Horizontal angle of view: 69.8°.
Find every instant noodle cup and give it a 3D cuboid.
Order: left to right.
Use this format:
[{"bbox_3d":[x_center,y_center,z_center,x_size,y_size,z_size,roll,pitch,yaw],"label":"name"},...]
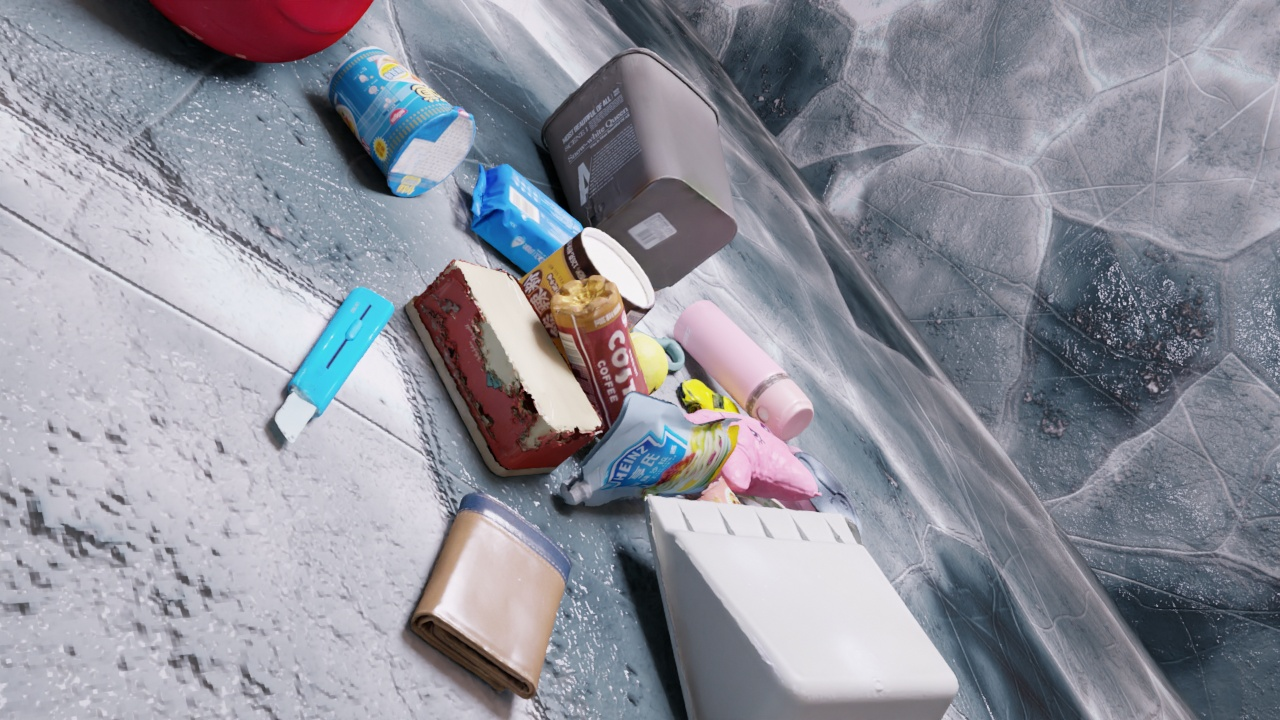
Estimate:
[{"bbox_3d":[-0.222,-0.222,0.832,0.110,0.099,0.099,46,21,12],"label":"instant noodle cup"},{"bbox_3d":[-0.058,-0.048,0.828,0.118,0.115,0.118,41,24,-23],"label":"instant noodle cup"}]

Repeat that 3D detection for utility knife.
[{"bbox_3d":[-0.202,-0.001,0.606,0.034,0.018,0.178,43,24,-20],"label":"utility knife"}]

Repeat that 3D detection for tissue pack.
[{"bbox_3d":[-0.110,-0.130,0.942,0.157,0.052,0.094,37,27,-29],"label":"tissue pack"}]

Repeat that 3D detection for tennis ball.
[{"bbox_3d":[-0.005,0.005,0.908,0.065,0.066,0.065,40,24,-22],"label":"tennis ball"}]

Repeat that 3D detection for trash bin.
[{"bbox_3d":[0.004,-0.229,1.154,0.198,0.199,0.219,28,37,-40],"label":"trash bin"}]

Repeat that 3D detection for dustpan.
[{"bbox_3d":[0.117,0.246,0.711,0.222,0.143,0.257,10,23,-29],"label":"dustpan"}]

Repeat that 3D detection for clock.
[{"bbox_3d":[0.192,0.158,1.052,0.117,0.060,0.158,43,24,-14],"label":"clock"}]

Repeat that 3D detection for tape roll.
[{"bbox_3d":[0.123,0.158,0.940,0.086,0.014,0.085,25,18,-9],"label":"tape roll"}]

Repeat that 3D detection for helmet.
[{"bbox_3d":[-0.332,-0.332,0.729,0.240,0.144,0.206,39,20,11],"label":"helmet"}]

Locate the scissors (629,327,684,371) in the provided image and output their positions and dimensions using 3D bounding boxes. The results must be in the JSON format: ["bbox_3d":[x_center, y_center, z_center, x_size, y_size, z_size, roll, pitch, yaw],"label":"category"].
[{"bbox_3d":[-0.018,-0.058,1.050,0.170,0.019,0.179,21,37,-49],"label":"scissors"}]

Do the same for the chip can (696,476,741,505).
[{"bbox_3d":[0.105,0.208,0.790,0.214,0.071,0.071,54,22,11],"label":"chip can"}]

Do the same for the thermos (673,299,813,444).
[{"bbox_3d":[0.119,0.019,1.087,0.067,0.087,0.198,-18,50,-33],"label":"thermos"}]

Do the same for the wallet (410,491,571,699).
[{"bbox_3d":[-0.089,0.144,0.573,0.090,0.033,0.115,41,24,-16],"label":"wallet"}]

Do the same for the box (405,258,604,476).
[{"bbox_3d":[-0.102,0.000,0.716,0.168,0.077,0.091,58,23,20],"label":"box"}]

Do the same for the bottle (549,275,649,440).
[{"bbox_3d":[-0.026,0.016,0.775,0.057,0.057,0.175,-93,170,-56],"label":"bottle"}]

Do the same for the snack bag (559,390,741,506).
[{"bbox_3d":[0.013,0.080,0.767,0.039,0.110,0.190,54,21,26],"label":"snack bag"}]

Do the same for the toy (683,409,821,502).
[{"bbox_3d":[0.107,0.097,0.933,0.179,0.075,0.194,28,12,26],"label":"toy"}]

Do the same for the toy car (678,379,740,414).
[{"bbox_3d":[0.087,0.056,1.048,0.105,0.032,0.048,39,25,-23],"label":"toy car"}]
